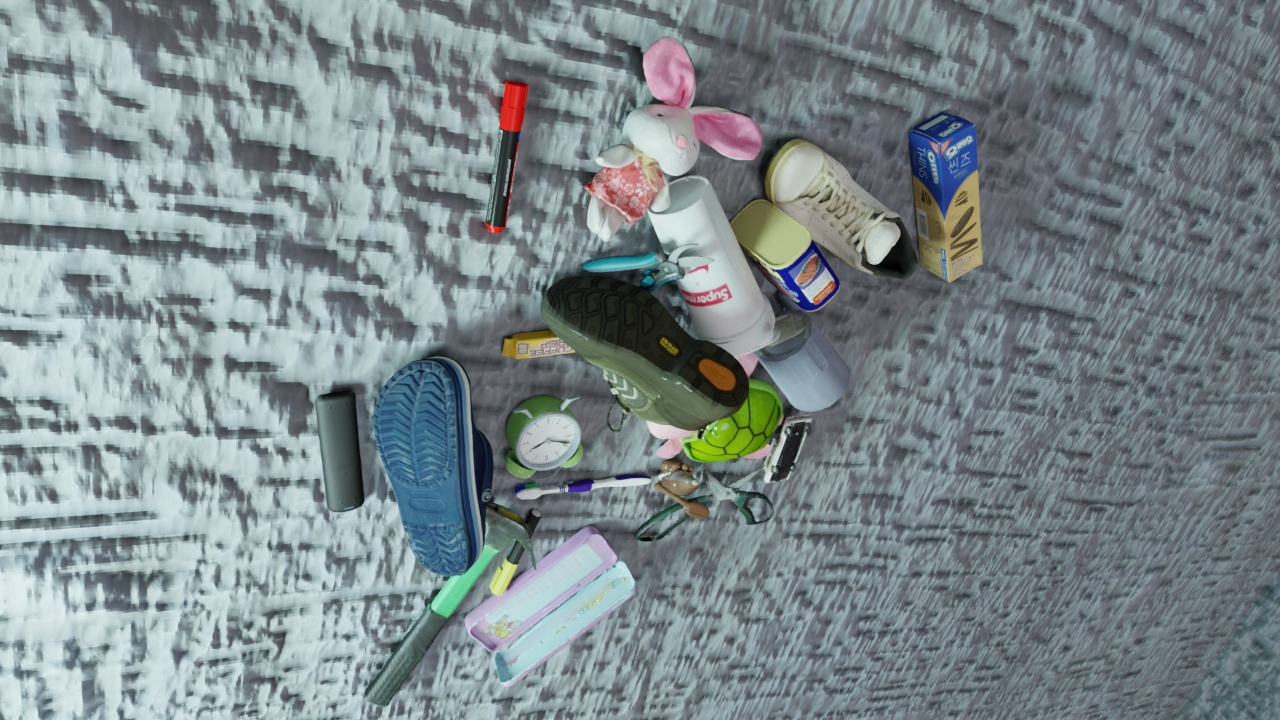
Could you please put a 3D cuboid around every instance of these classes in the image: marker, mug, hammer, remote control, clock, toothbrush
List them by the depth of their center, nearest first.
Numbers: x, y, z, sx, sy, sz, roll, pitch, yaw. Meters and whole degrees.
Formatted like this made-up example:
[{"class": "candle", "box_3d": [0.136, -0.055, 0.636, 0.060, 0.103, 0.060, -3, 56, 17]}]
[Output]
[{"class": "marker", "box_3d": [-0.129, -0.193, 0.883, 0.023, 0.021, 0.145, -26, 136, -52]}, {"class": "remote control", "box_3d": [-0.316, 0.099, 0.970, 0.041, 0.020, 0.152, -10, 123, -24]}, {"class": "clock", "box_3d": [-0.111, 0.090, 1.061, 0.094, 0.042, 0.119, -10, 124, -22]}, {"class": "mug", "box_3d": [0.195, -0.016, 1.119, 0.084, 0.123, 0.104, -17, 136, 29]}, {"class": "hammer", "box_3d": [-0.245, 0.307, 1.129, 0.130, 0.032, 0.319, 29, 106, -27]}, {"class": "toothbrush", "box_3d": [-0.069, 0.156, 1.144, 0.186, 0.016, 0.015, -3, 121, -30]}, {"class": "marker", "box_3d": [-0.157, 0.241, 1.150, 0.021, 0.017, 0.124, 15, 110, -35]}]

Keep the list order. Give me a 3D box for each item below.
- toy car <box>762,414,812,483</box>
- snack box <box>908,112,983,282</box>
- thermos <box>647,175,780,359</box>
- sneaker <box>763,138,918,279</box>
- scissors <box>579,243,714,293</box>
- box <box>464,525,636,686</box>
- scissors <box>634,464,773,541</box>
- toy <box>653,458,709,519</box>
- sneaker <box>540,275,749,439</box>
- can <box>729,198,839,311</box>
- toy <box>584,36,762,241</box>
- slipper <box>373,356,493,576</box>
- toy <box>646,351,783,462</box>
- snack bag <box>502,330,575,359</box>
[{"class": "toy car", "box_3d": [0.196, 0.117, 1.247, 0.039, 0.039, 0.113, -6, 127, -25]}, {"class": "snack box", "box_3d": [0.378, -0.198, 1.132, 0.056, 0.057, 0.207, -29, 129, -11]}, {"class": "thermos", "box_3d": [0.078, -0.094, 1.019, 0.099, 0.099, 0.220, -33, 125, -6]}, {"class": "sneaker", "box_3d": [0.238, -0.158, 1.051, 0.241, 0.102, 0.089, 30, 103, -38]}, {"class": "scissors", "box_3d": [0.002, -0.096, 0.972, 0.124, 0.019, 0.156, 16, 152, -10]}, {"class": "box", "box_3d": [-0.111, 0.321, 1.178, 0.214, 0.092, 0.089, -36, 130, -4]}, {"class": "scissors", "box_3d": [0.097, 0.209, 1.257, 0.202, 0.015, 0.202, -31, 140, 8]}, {"class": "toy", "box_3d": [0.053, 0.158, 1.165, 0.041, 0.102, 0.055, 25, 89, -32]}, {"class": "sneaker", "box_3d": [-0.006, 0.006, 1.005, 0.100, 0.238, 0.143, -56, 177, -35]}, {"class": "can", "box_3d": [0.163, -0.116, 1.031, 0.056, 0.116, 0.092, -44, 133, 3]}, {"class": "toy", "box_3d": [0.013, -0.205, 0.911, 0.194, 0.084, 0.159, -47, 122, 5]}, {"class": "slipper", "box_3d": [-0.214, 0.110, 0.991, 0.095, 0.105, 0.253, -38, 131, -60]}, {"class": "toy", "box_3d": [0.097, 0.070, 1.134, 0.238, 0.087, 0.190, 23, 117, -42]}, {"class": "snack bag", "box_3d": [-0.103, -0.019, 1.010, 0.099, 0.020, 0.026, -7, 124, -25]}]
